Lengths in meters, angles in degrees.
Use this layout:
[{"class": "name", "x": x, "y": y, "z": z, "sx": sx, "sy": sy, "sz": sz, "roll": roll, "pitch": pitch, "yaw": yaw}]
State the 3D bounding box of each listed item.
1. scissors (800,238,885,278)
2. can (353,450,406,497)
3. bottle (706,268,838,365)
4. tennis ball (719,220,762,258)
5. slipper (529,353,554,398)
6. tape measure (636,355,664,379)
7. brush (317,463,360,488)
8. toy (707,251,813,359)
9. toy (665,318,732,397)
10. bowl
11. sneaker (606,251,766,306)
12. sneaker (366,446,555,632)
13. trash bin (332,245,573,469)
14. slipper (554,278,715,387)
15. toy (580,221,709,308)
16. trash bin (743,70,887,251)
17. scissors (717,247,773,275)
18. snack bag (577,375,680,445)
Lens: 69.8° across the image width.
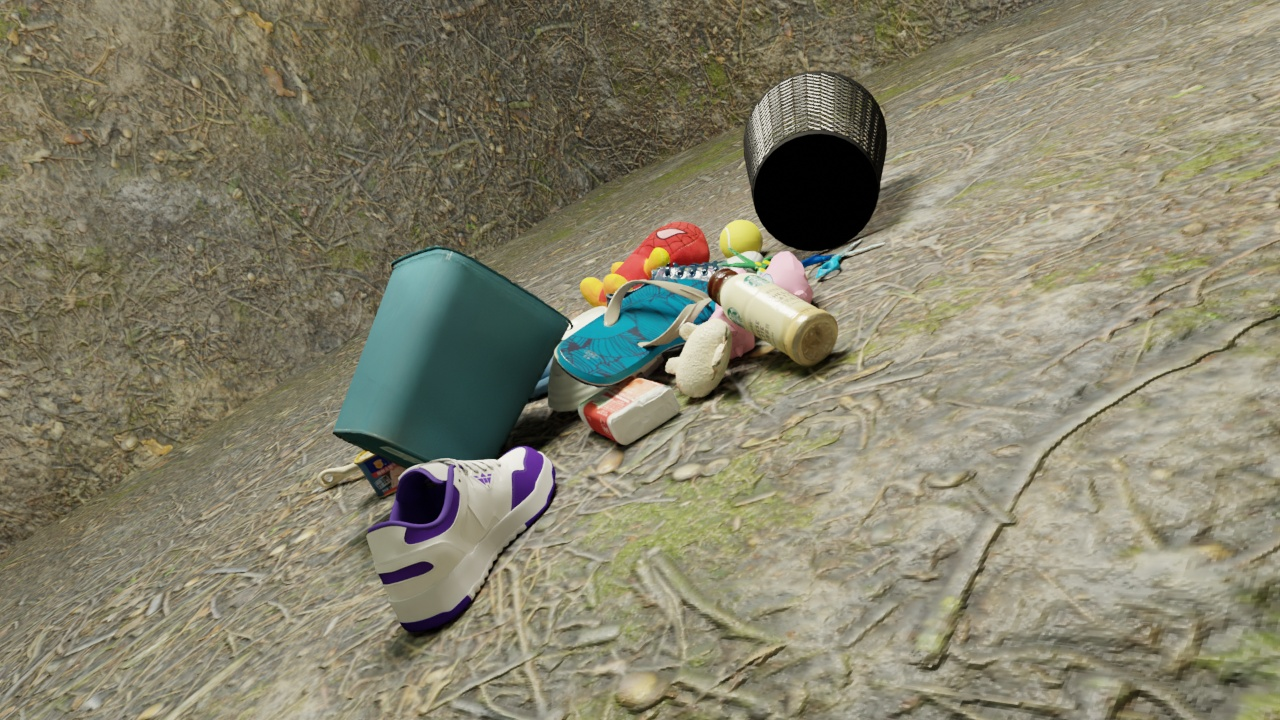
[{"class": "scissors", "x": 0.247, "y": -0.133, "z": 1.179, "sx": 0.127, "sy": 0.014, "sz": 0.134, "roll": -36, "pitch": 19, "yaw": -35}, {"class": "can", "x": -0.310, "y": 0.128, "z": 1.185, "sx": 0.100, "sy": 0.059, "sz": 0.054, "roll": -27, "pitch": 15, "yaw": 2}, {"class": "bottle", "x": 0.128, "y": -0.051, "z": 0.932, "sx": 0.056, "sy": 0.056, "sz": 0.162, "roll": -32, "pitch": 37, "yaw": -16}, {"class": "tennis ball", "x": 0.153, "y": -0.180, "z": 1.394, "sx": 0.065, "sy": 0.065, "sz": 0.065, "roll": -25, "pitch": 15, "yaw": 7}, {"class": "slipper", "x": -0.143, "y": 0.012, "z": 1.285, "sx": 0.214, "sy": 0.059, "sz": 0.103, "roll": -23, "pitch": 18, "yaw": 22}, {"class": "tape measure", "x": -0.007, "y": 0.007, "z": 1.140, "sx": 0.062, "sy": 0.020, "sz": 0.060, "roll": -17, "pitch": 19, "yaw": 35}, {"class": "brush", "x": -0.360, "y": 0.130, "z": 1.289, "sx": 0.273, "sy": 0.062, "sz": 0.077, "roll": -24, "pitch": 11, "yaw": 26}, {"class": "toy", "x": 0.132, "y": -0.061, "z": 1.042, "sx": 0.123, "sy": 0.067, "sz": 0.157, "roll": -18, "pitch": 23, "yaw": 22}, {"class": "toy", "x": 0.068, "y": -0.003, "z": 0.956, "sx": 0.112, "sy": 0.050, "sz": 0.087, "roll": 10, "pitch": 75, "yaw": 55}, {"class": "bowl", "x": -0.056, "y": -0.018, "z": 1.131, "sx": 0.177, "sy": 0.071, "sz": 0.177, "roll": -28, "pitch": 20, "yaw": 11}, {"class": "sneaker", "x": 0.059, "y": -0.103, "z": 1.276, "sx": 0.236, "sy": 0.079, "sz": 0.087, "roll": -25, "pitch": 15, "yaw": 8}, {"class": "sneaker", "x": -0.167, "y": 0.129, "z": 0.841, "sx": 0.092, "sy": 0.111, "sz": 0.243, "roll": -20, "pitch": 17, "yaw": 27}, {"class": "trash bin", "x": -0.227, "y": 0.016, "z": 1.062, "sx": 0.200, "sy": 0.196, "sz": 0.218, "roll": -5, "pitch": 59, "yaw": 55}, {"class": "slipper", "x": 0.015, "y": -0.054, "z": 1.069, "sx": 0.118, "sy": 0.060, "sz": 0.293, "roll": 31, "pitch": 38, "yaw": 26}, {"class": "toy", "x": 0.017, "y": -0.144, "z": 1.447, "sx": 0.215, "sy": 0.099, "sz": 0.148, "roll": -35, "pitch": 25, "yaw": -23}, {"class": "trash bin", "x": 0.248, "y": -0.276, "z": 1.308, "sx": 0.217, "sy": 0.217, "sz": 0.242, "roll": -21, "pitch": 23, "yaw": 21}, {"class": "scissors", "x": 0.157, "y": -0.121, "z": 1.204, "sx": 0.125, "sy": 0.011, "sz": 0.131, "roll": -2, "pitch": 30, "yaw": -26}, {"class": "snack bag", "x": -0.014, "y": 0.051, "z": 0.979, "sx": 0.077, "sy": 0.036, "sz": 0.116, "roll": -31, "pitch": 15, "yaw": -16}]
